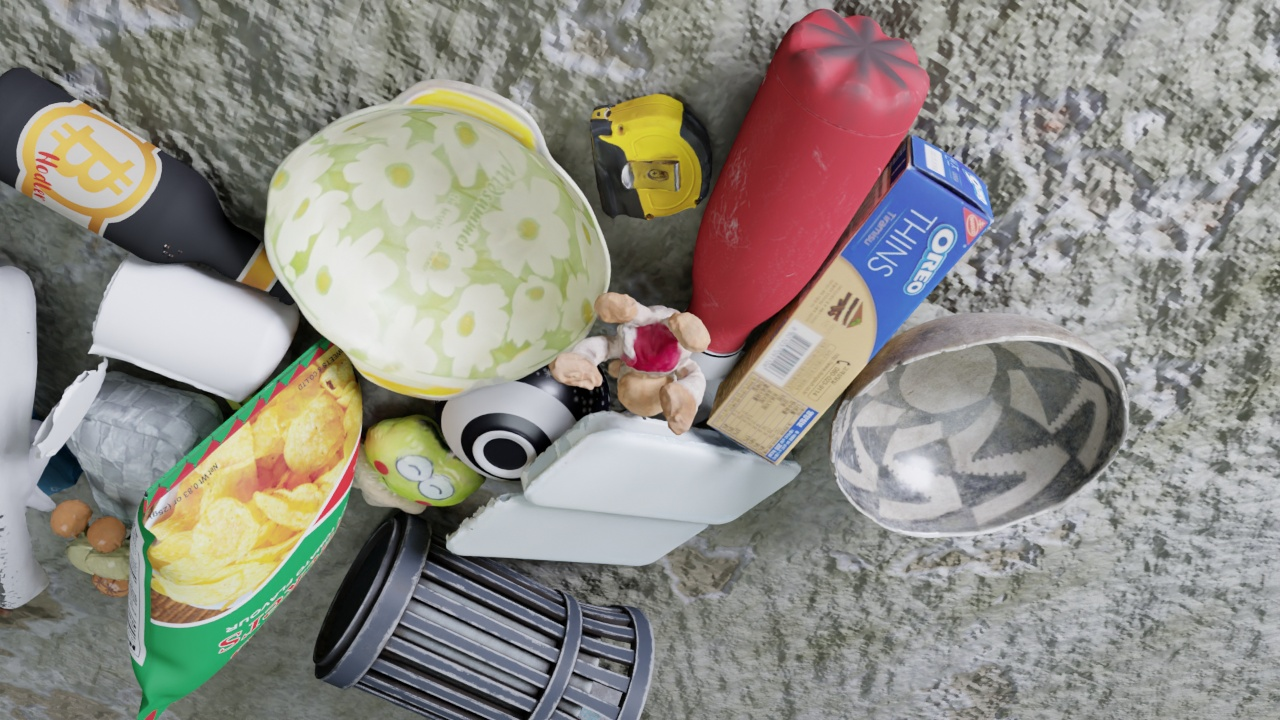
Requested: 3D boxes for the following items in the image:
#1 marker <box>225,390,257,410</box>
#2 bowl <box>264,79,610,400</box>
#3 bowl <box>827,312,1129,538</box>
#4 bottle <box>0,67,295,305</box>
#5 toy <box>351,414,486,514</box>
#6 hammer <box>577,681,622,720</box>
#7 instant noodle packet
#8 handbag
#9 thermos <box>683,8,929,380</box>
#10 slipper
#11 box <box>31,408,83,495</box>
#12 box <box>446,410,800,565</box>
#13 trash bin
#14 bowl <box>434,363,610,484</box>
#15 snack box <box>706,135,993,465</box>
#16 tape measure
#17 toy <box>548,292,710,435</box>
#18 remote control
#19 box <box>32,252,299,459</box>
[{"bbox_3d":[-0.277,0.046,0.671,0.017,0.021,0.124,-7,133,10],"label":"marker"},{"bbox_3d":[-0.111,-0.072,0.528,0.188,0.060,0.220,15,132,-11],"label":"bowl"},{"bbox_3d":[0.205,0.029,0.585,0.178,0.081,0.179,1,133,1],"label":"bowl"},{"bbox_3d":[-0.277,-0.088,0.523,0.181,0.059,0.059,33,126,-24],"label":"bottle"},{"bbox_3d":[-0.175,0.081,0.682,0.115,0.046,0.092,-22,127,32],"label":"toy"},{"bbox_3d":[-0.046,0.471,0.838,0.079,0.325,0.177,-1,132,4],"label":"hammer"},{"bbox_3d":[-0.256,0.106,0.602,0.090,0.195,0.253,27,127,2],"label":"instant noodle packet"},{"bbox_3d":[-0.354,0.098,0.656,0.112,0.123,0.172,17,132,8],"label":"handbag"},{"bbox_3d":[0.069,-0.071,0.508,0.073,0.073,0.241,14,139,-9],"label":"thermos"},{"bbox_3d":[-0.430,0.053,0.610,0.074,0.112,0.247,-12,117,-42],"label":"slipper"},{"bbox_3d":[-0.505,0.015,0.652,0.093,0.052,0.232,-19,131,-2],"label":"box"},{"bbox_3d":[-0.010,0.103,0.654,0.208,0.037,0.189,16,132,-43],"label":"box"},{"bbox_3d":[-0.129,0.231,0.743,0.227,0.163,0.165,32,127,-19],"label":"trash bin"},{"bbox_3d":[-0.084,0.041,0.616,0.120,0.066,0.120,4,129,5],"label":"bowl"},{"bbox_3d":[0.118,-0.028,0.541,0.057,0.056,0.207,32,124,-4],"label":"snack box"},{"bbox_3d":[0.007,-0.109,0.501,0.064,0.037,0.066,-2,132,6],"label":"tape measure"},{"bbox_3d":[-0.003,0.003,0.535,0.085,0.074,0.106,11,173,4],"label":"toy"},{"bbox_3d":[0.026,0.032,0.645,0.131,0.012,0.033,-29,117,26],"label":"remote control"},{"bbox_3d":[-0.289,0.011,0.569,0.106,0.080,0.150,25,88,-16],"label":"box"}]
